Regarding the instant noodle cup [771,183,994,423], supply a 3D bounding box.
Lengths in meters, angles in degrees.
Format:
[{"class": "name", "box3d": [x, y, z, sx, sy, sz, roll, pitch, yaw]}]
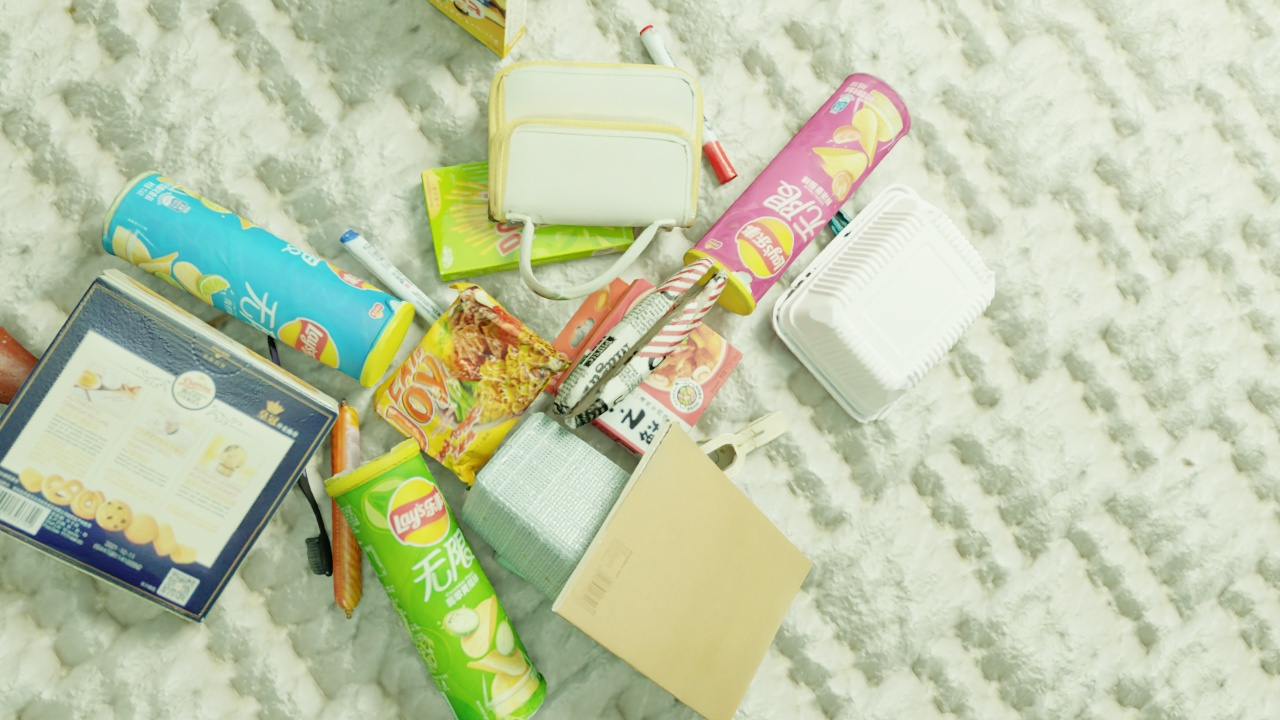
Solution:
[{"class": "instant noodle cup", "box3d": [0.208, -0.048, 0.744, 0.173, 0.060, 0.138, -46, 100, -11]}]

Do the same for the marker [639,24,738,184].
[{"class": "marker", "box3d": [0.039, -0.213, 0.764, 0.017, 0.017, 0.145, -29, 89, -10]}]

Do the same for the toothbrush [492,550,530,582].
[{"class": "toothbrush", "box3d": [-0.014, 0.198, 0.711, 0.224, 0.027, 0.026, 32, 115, -4]}]

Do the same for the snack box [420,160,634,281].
[{"class": "snack box", "box3d": [-0.089, -0.118, 0.731, 0.156, 0.026, 0.085, -10, 85, -9]}]

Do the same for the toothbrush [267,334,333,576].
[{"class": "toothbrush", "box3d": [-0.261, 0.072, 0.693, 0.017, 0.014, 0.189, -15, 87, 2]}]

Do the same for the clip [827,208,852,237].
[{"class": "clip", "box3d": [0.175, -0.108, 0.776, 0.049, 0.015, 0.057, -37, 90, -8]}]

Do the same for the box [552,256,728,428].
[{"class": "box", "box3d": [0.004, -0.010, 0.669, 0.164, 0.072, 0.060, -43, 74, -8]}]

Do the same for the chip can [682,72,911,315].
[{"class": "chip can", "box3d": [0.128, -0.136, 0.742, 0.071, 0.071, 0.210, 42, 80, -3]}]

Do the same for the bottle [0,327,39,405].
[{"class": "bottle", "box3d": [-0.461, 0.003, 0.647, 0.206, 0.060, 0.059, 28, 81, -11]}]

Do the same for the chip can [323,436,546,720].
[{"class": "chip can", "box3d": [-0.144, 0.168, 0.664, 0.072, 0.073, 0.221, -28, 94, -10]}]

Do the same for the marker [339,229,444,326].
[{"class": "marker", "box3d": [-0.176, -0.048, 0.716, 0.146, 0.017, 0.017, 43, 80, -3]}]

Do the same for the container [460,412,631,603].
[{"class": "container", "box3d": [-0.062, 0.108, 0.670, 0.111, 0.090, 0.089, 38, 55, 3]}]

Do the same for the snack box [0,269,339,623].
[{"class": "snack box", "box3d": [-0.336, 0.062, 0.637, 0.178, 0.046, 0.182, 34, 87, -18]}]

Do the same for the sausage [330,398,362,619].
[{"class": "sausage", "box3d": [-0.221, 0.111, 0.691, 0.021, 0.021, 0.165, -1, 85, -9]}]

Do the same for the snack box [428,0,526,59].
[{"class": "snack box", "box3d": [-0.126, -0.290, 0.683, 0.087, 0.140, 0.033, 37, 81, -4]}]

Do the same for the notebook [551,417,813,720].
[{"class": "notebook", "box3d": [0.041, 0.161, 0.661, 0.211, 0.012, 0.149, 46, 67, -35]}]

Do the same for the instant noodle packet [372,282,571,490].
[{"class": "instant noodle packet", "box3d": [-0.132, 0.018, 0.690, 0.111, 0.044, 0.128, 39, 97, 4]}]

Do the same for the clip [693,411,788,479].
[{"class": "clip", "box3d": [0.072, 0.071, 0.717, 0.102, 0.094, 0.035, -25, 88, 1]}]

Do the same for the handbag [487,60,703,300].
[{"class": "handbag", "box3d": [-0.035, -0.134, 0.699, 0.163, 0.063, 0.178, 1, 87, -7]}]

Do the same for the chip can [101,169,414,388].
[{"class": "chip can", "box3d": [-0.276, -0.059, 0.673, 0.210, 0.071, 0.071, 28, 81, -5]}]

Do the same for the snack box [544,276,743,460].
[{"class": "snack box", "box3d": [-0.004, 0.004, 0.722, 0.127, 0.044, 0.113, 36, 81, -3]}]
